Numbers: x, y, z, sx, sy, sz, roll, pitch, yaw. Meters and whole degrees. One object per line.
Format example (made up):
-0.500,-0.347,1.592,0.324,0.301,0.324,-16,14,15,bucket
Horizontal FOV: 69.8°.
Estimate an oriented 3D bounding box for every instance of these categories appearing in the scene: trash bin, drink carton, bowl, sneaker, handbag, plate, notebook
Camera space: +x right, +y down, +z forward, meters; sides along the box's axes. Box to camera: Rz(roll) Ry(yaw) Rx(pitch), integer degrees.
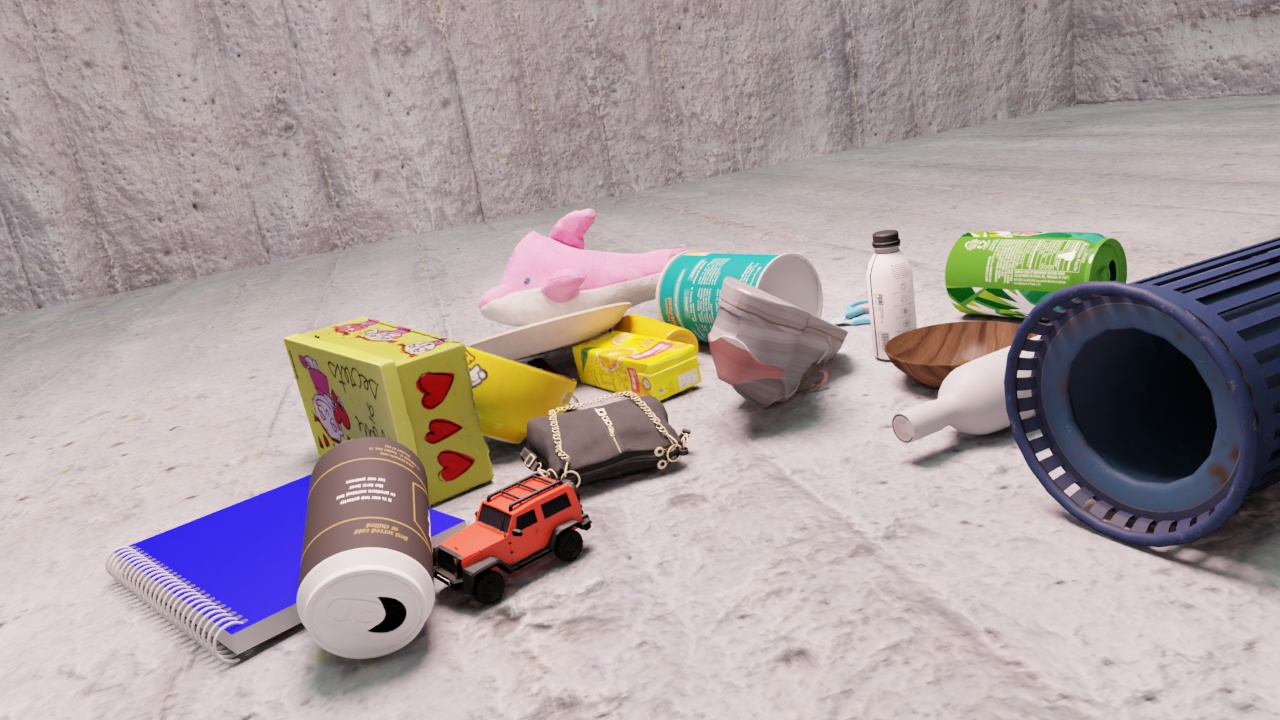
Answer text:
0.351,-0.001,0.520,0.249,0.139,0.139,-15,17,-24,trash bin
-0.005,0.005,0.886,0.058,0.043,0.135,-23,19,-30,drink carton
0.264,-0.001,0.756,0.119,0.032,0.119,-9,16,2,bowl
0.112,-0.007,0.791,0.099,0.089,0.235,28,7,24,sneaker
-0.119,0.031,0.782,0.117,0.067,0.117,18,-2,0,bowl
-0.024,0.065,0.689,0.128,0.054,0.079,-11,27,-16,handbag
-0.097,-0.023,0.964,0.189,0.027,0.188,-15,1,0,plate
-0.250,0.130,0.637,0.209,0.022,0.171,6,21,44,notebook

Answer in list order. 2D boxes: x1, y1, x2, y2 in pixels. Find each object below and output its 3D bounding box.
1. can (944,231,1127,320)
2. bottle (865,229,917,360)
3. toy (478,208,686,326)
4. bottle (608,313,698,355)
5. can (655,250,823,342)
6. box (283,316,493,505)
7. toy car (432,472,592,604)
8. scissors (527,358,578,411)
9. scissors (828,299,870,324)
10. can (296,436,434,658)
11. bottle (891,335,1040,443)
0.375,-0.081,0.877,0.082,0.083,0.144,-21,19,-35,can
0.227,-0.060,0.831,0.041,0.116,0.041,-9,16,2,bottle
-0.061,-0.110,1.073,0.265,0.127,0.187,-8,-10,1,toy
0.008,-0.023,0.970,0.043,0.043,0.144,-17,17,-23,bottle
0.100,-0.062,0.948,0.099,0.099,0.144,-22,20,-35,can
-0.213,0.036,0.761,0.079,0.124,0.221,-20,21,-32,box
-0.080,0.106,0.564,0.100,0.049,0.051,-22,20,-36,toy car
-0.090,0.022,0.926,0.189,0.015,0.139,4,19,38,scissors
0.229,-0.042,0.972,0.138,0.015,0.118,-26,21,-29,scissors
-0.159,0.104,0.535,0.072,0.072,0.128,-12,30,-9,can
0.260,0.019,0.653,0.194,0.052,0.052,-17,18,-24,bottle
